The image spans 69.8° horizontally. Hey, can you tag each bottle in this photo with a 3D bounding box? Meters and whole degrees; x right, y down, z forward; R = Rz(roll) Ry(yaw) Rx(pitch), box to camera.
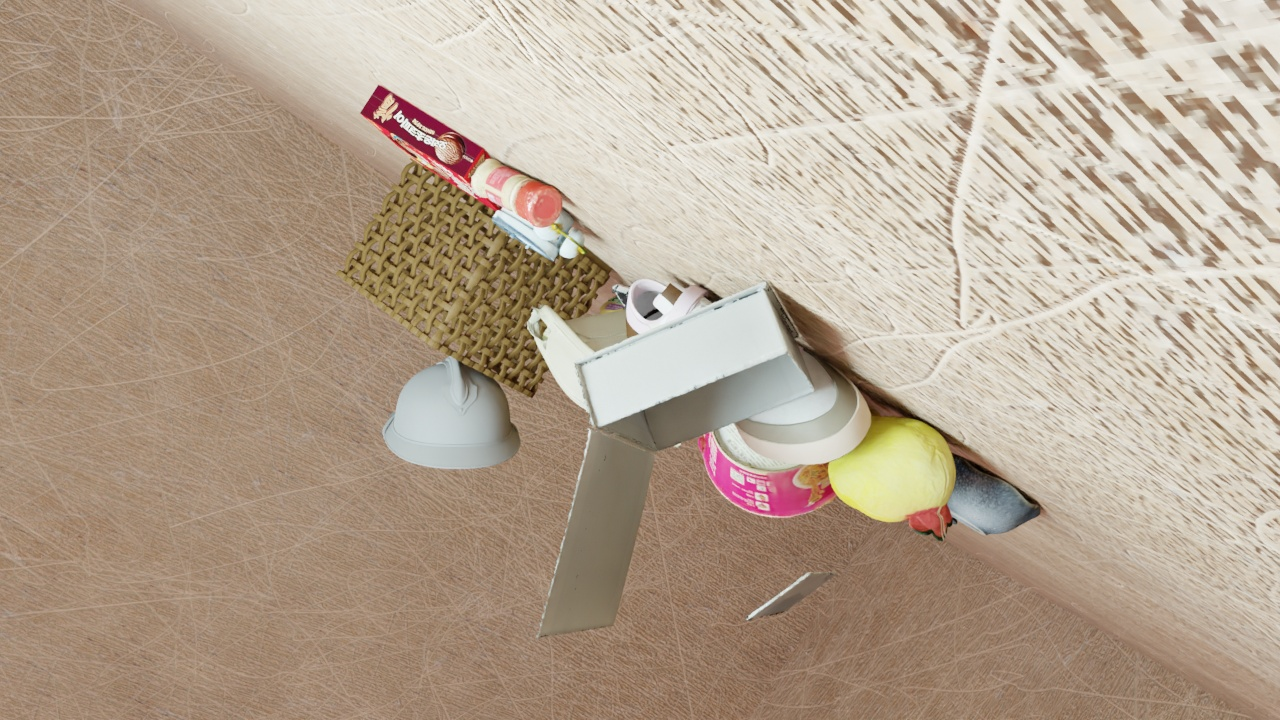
[{"bbox_3d":[-0.124,-0.168,0.914,0.109,0.044,0.044,32,179,40],"label":"bottle"}]

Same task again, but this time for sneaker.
[{"bbox_3d":[0.090,-0.009,0.884,0.294,0.111,0.116,32,159,43],"label":"sneaker"}]

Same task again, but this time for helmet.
[{"bbox_3d":[-0.254,0.050,1.249,0.183,0.118,0.271,1,-164,-17],"label":"helmet"}]

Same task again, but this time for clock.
[{"bbox_3d":[-0.108,-0.146,1.012,0.118,0.057,0.083,32,178,30],"label":"clock"}]

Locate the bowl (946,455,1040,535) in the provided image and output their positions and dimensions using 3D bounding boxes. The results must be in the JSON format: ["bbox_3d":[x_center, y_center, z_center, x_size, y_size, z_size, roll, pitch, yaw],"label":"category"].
[{"bbox_3d":[0.355,0.148,0.963,0.110,0.055,0.110,33,178,1],"label":"bowl"}]

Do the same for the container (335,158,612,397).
[{"bbox_3d":[-0.229,-0.123,1.281,0.252,0.214,0.219,32,179,38],"label":"container"}]

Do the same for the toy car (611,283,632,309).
[{"bbox_3d":[-0.005,-0.087,1.243,0.039,0.039,0.113,57,173,-16],"label":"toy car"}]

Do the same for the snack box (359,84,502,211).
[{"bbox_3d":[-0.216,-0.227,1.009,0.132,0.036,0.152,32,179,8],"label":"snack box"}]

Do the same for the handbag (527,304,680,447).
[{"bbox_3d":[-0.007,0.006,1.101,0.228,0.132,0.184,-10,-130,-41],"label":"handbag"}]

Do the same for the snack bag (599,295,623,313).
[{"bbox_3d":[-0.002,-0.012,1.348,0.068,0.160,0.247,-8,-168,-15],"label":"snack bag"}]

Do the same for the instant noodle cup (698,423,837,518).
[{"bbox_3d":[0.150,0.075,1.005,0.179,0.178,0.078,32,163,30],"label":"instant noodle cup"}]

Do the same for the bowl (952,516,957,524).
[{"bbox_3d":[0.318,0.128,1.061,0.137,0.057,0.137,33,179,0],"label":"bowl"}]

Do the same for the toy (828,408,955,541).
[{"bbox_3d":[0.224,0.082,0.889,0.133,0.092,0.207,-13,-142,-36],"label":"toy"}]

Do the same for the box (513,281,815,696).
[{"bbox_3d":[0.021,0.098,0.746,0.165,0.330,0.167,18,174,22],"label":"box"}]
